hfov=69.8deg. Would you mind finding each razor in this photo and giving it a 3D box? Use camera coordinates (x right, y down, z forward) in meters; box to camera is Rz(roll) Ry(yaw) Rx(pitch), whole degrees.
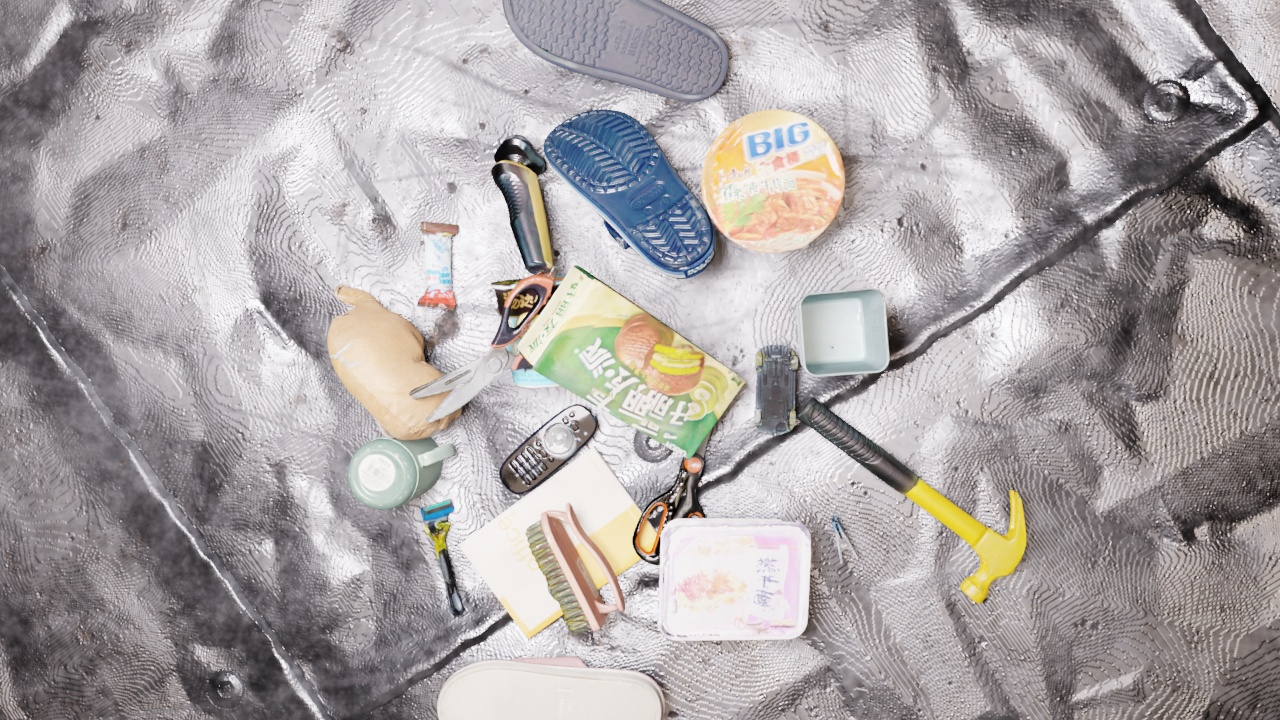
[{"bbox_3d":[-0.237,0.241,1.114,0.042,0.022,0.143,-15,96,-39],"label":"razor"},{"bbox_3d":[-0.128,-0.176,1.054,0.067,0.062,0.167,-5,74,-34],"label":"razor"}]

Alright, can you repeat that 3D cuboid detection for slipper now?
[{"bbox_3d":[-0.106,0.406,1.092,0.274,0.054,0.114,-4,92,8],"label":"slipper"},{"bbox_3d":[-0.004,-0.185,1.037,0.105,0.095,0.253,-39,67,-8],"label":"slipper"},{"bbox_3d":[-0.031,-0.372,1.048,0.268,0.083,0.111,18,105,-13],"label":"slipper"}]

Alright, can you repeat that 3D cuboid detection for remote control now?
[{"bbox_3d":[-0.109,0.105,1.095,0.136,0.024,0.053,-40,87,4],"label":"remote control"}]

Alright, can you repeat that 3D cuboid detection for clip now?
[{"bbox_3d":[0.237,0.208,1.069,0.028,0.024,0.057,-21,94,9],"label":"clip"}]

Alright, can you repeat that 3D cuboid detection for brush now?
[{"bbox_3d":[-0.076,0.239,1.068,0.073,0.063,0.145,-27,90,9],"label":"brush"}]

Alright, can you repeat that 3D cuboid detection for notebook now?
[{"bbox_3d":[-0.096,0.220,1.105,0.206,0.010,0.146,-36,91,5],"label":"notebook"}]

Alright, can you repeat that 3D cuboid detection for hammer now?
[{"bbox_3d":[0.310,0.143,1.056,0.301,0.033,0.129,36,94,2],"label":"hammer"}]

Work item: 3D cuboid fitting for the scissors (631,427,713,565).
[{"bbox_3d":[0.044,0.131,1.079,0.125,0.022,0.235,-1,93,-6],"label":"scissors"}]

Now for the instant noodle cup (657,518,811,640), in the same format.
[{"bbox_3d":[0.102,0.245,1.051,0.173,0.060,0.138,2,92,-10],"label":"instant noodle cup"}]

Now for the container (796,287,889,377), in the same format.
[{"bbox_3d":[0.218,-0.032,1.017,0.090,0.111,0.090,-4,93,5],"label":"container"}]

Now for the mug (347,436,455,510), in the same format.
[{"bbox_3d":[-0.273,0.123,1.068,0.112,0.106,0.082,-19,90,5],"label":"mug"}]

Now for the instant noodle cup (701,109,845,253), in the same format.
[{"bbox_3d":[0.143,-0.189,1.016,0.151,0.111,0.151,0,92,5],"label":"instant noodle cup"}]

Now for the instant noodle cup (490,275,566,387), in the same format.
[{"bbox_3d":[-0.111,-0.034,1.053,0.111,0.111,0.120,-3,99,5],"label":"instant noodle cup"}]

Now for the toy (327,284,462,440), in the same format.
[{"bbox_3d":[-0.296,-0.008,1.049,0.083,0.143,0.226,-40,78,16],"label":"toy"}]

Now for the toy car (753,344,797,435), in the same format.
[{"bbox_3d":[0.156,0.034,1.065,0.049,0.031,0.105,2,91,6],"label":"toy car"}]

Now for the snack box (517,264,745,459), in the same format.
[{"bbox_3d":[-0.006,0.006,1.002,0.240,0.063,0.114,33,95,-34],"label":"snack box"}]

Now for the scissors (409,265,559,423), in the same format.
[{"bbox_3d":[-0.147,-0.015,0.991,0.196,0.015,0.214,9,106,-18],"label":"scissors"}]

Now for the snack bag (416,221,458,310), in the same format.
[{"bbox_3d":[-0.242,-0.113,1.096,0.048,0.026,0.104,4,93,-7],"label":"snack bag"}]
